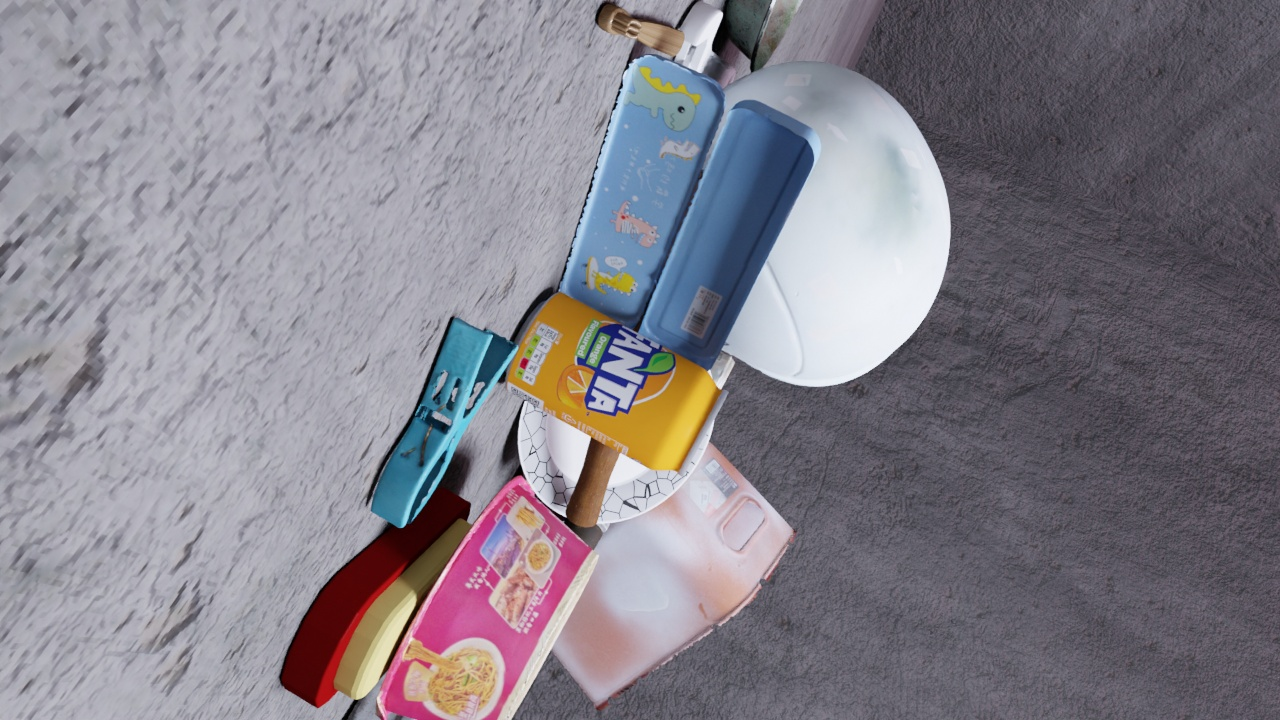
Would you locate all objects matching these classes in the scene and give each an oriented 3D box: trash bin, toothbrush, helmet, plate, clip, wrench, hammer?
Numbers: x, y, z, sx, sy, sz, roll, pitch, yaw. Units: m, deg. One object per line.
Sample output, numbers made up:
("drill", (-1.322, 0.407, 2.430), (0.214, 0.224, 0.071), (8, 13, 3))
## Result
("trash bin", (0.010, 0.223, 0.987), (0.260, 0.157, 0.181), (-46, 173, 33))
("toothbrush", (0.006, -0.185, 0.519), (0.016, 0.016, 0.166), (-65, 174, 19))
("helmet", (0.141, -0.110, 0.726), (0.236, 0.264, 0.164), (-25, -179, -8))
("plate", (-0.020, 0.053, 0.804), (0.188, 0.188, 0.016), (-62, -148, 4))
("clip", (-0.109, 0.035, 0.515), (0.120, 0.027, 0.104), (-62, 172, -4))
("wrench", (0.054, -0.231, 0.729), (0.066, 0.018, 0.272), (-64, 175, 15))
("hammer", (-0.004, 0.004, 0.707), (0.033, 0.115, 0.324), (-63, 173, -59))
("hammer", (-0.099, 0.233, 0.791), (0.325, 0.177, 0.080), (-60, 174, -26))

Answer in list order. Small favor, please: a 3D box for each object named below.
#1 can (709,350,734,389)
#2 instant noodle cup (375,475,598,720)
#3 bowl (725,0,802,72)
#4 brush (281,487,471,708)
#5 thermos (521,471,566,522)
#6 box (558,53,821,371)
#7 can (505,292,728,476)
("can", (0.018, -0.010, 0.862), (0.054, 0.135, 0.054), (-62, 176, -8))
("instant noodle cup", (-0.092, 0.173, 0.613), (0.178, 0.078, 0.179), (-60, 174, -11))
("bowl", (0.109, -0.309, 0.726), (0.157, 0.038, 0.157), (-61, 174, -11))
("brush", (-0.151, 0.146, 0.574), (0.082, 0.042, 0.173), (-64, 174, 20))
("thermos", (-0.070, 0.141, 0.980), (0.199, 0.108, 0.084), (103, -21, -77))
("box", (0.024, -0.087, 0.597), (0.020, 0.125, 0.209), (-55, 171, -45))
("can", (-0.018, 0.017, 0.635), (0.079, 0.142, 0.079), (-61, 174, -11))
